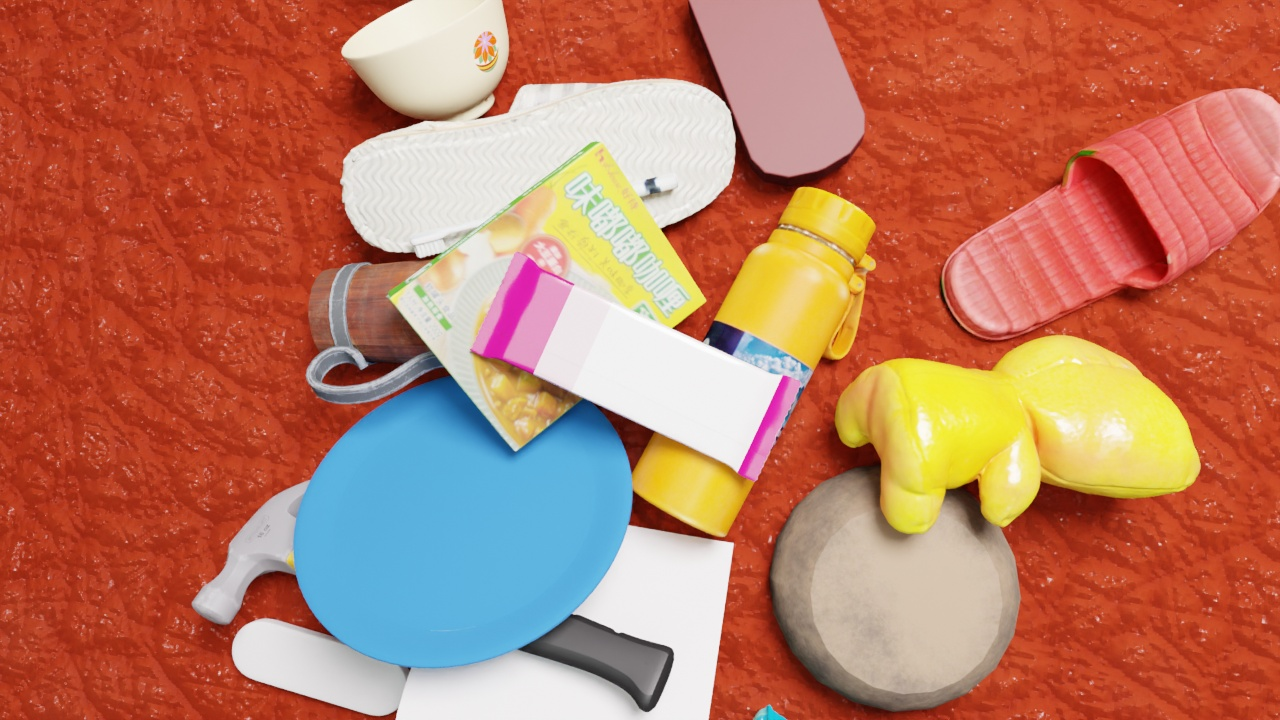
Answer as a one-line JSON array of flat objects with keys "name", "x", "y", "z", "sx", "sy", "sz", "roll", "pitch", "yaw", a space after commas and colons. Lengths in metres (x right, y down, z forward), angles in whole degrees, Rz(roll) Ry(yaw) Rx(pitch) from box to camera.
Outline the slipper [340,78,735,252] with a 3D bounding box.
[{"name": "slipper", "x": -0.070, "y": -0.134, "z": 0.643, "sx": 0.272, "sy": 0.054, "sz": 0.114, "roll": -11, "pitch": 107, "yaw": -2}]

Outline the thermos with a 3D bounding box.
[{"name": "thermos", "x": 0.082, "y": 0.001, "z": 0.624, "sx": 0.076, "sy": 0.091, "sz": 0.232, "roll": 27, "pitch": 89, "yaw": 36}]

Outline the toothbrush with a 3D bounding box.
[{"name": "toothbrush", "x": -0.065, "y": -0.099, "z": 0.625, "sx": 0.187, "sy": 0.012, "sz": 0.017, "roll": -14, "pitch": 127, "yaw": -1}]

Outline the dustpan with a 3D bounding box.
[{"name": "dustpan", "x": -0.053, "y": 0.229, "z": 0.595, "sx": 0.191, "sy": 0.053, "sz": 0.257, "roll": 8, "pitch": 52, "yaw": 7}]

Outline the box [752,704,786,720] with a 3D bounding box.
[{"name": "box", "x": 0.051, "y": 0.340, "z": 0.587, "sx": 0.086, "sy": 0.168, "sz": 0.227, "roll": 27, "pitch": 82, "yaw": 48}]

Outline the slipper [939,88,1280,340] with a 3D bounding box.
[{"name": "slipper", "x": 0.320, "y": -0.096, "z": 0.606, "sx": 0.249, "sy": 0.059, "sz": 0.103, "roll": -32, "pitch": 82, "yaw": 5}]

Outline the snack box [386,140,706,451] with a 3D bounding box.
[{"name": "snack box", "x": -0.057, "y": -0.041, "z": 0.603, "sx": 0.168, "sy": 0.027, "sz": 0.132, "roll": -39, "pitch": 111, "yaw": -8}]

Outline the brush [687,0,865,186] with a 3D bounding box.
[{"name": "brush", "x": 0.094, "y": -0.207, "z": 0.649, "sx": 0.082, "sy": 0.042, "sz": 0.173, "roll": -21, "pitch": 83, "yaw": 5}]

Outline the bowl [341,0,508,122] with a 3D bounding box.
[{"name": "bowl", "x": -0.141, "y": -0.210, "z": 0.656, "sx": 0.118, "sy": 0.117, "sz": 0.074, "roll": -20, "pitch": 126, "yaw": 5}]

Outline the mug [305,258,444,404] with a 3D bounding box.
[{"name": "mug", "x": -0.168, "y": -0.020, "z": 0.637, "sx": 0.111, "sy": 0.081, "sz": 0.117, "roll": -1, "pitch": 50, "yaw": 10}]

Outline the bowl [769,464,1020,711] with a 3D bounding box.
[{"name": "bowl", "x": 0.166, "y": 0.149, "z": 0.598, "sx": 0.162, "sy": 0.070, "sz": 0.162, "roll": -1, "pitch": 85, "yaw": 7}]

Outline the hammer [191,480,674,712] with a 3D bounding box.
[{"name": "hammer", "x": -0.132, "y": 0.154, "z": 0.602, "sx": 0.324, "sy": 0.029, "sz": 0.126, "roll": 12, "pitch": 54, "yaw": 20}]

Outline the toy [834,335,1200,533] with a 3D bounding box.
[{"name": "toy", "x": 0.226, "y": 0.031, "z": 0.567, "sx": 0.194, "sy": 0.134, "sz": 0.088, "roll": -5, "pitch": 125, "yaw": -3}]

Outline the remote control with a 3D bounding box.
[{"name": "remote control", "x": -0.232, "y": 0.223, "z": 0.668, "sx": 0.136, "sy": 0.013, "sz": 0.043, "roll": 13, "pitch": 87, "yaw": 8}]

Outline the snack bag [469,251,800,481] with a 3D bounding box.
[{"name": "snack bag", "x": -0.003, "y": 0.003, "z": 0.573, "sx": 0.196, "sy": 0.016, "sz": 0.070, "roll": 24, "pitch": 92, "yaw": 2}]

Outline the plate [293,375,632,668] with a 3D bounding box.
[{"name": "plate", "x": -0.116, "y": 0.100, "z": 0.611, "sx": 0.224, "sy": 0.024, "sz": 0.223, "roll": -4, "pitch": 49, "yaw": 5}]
